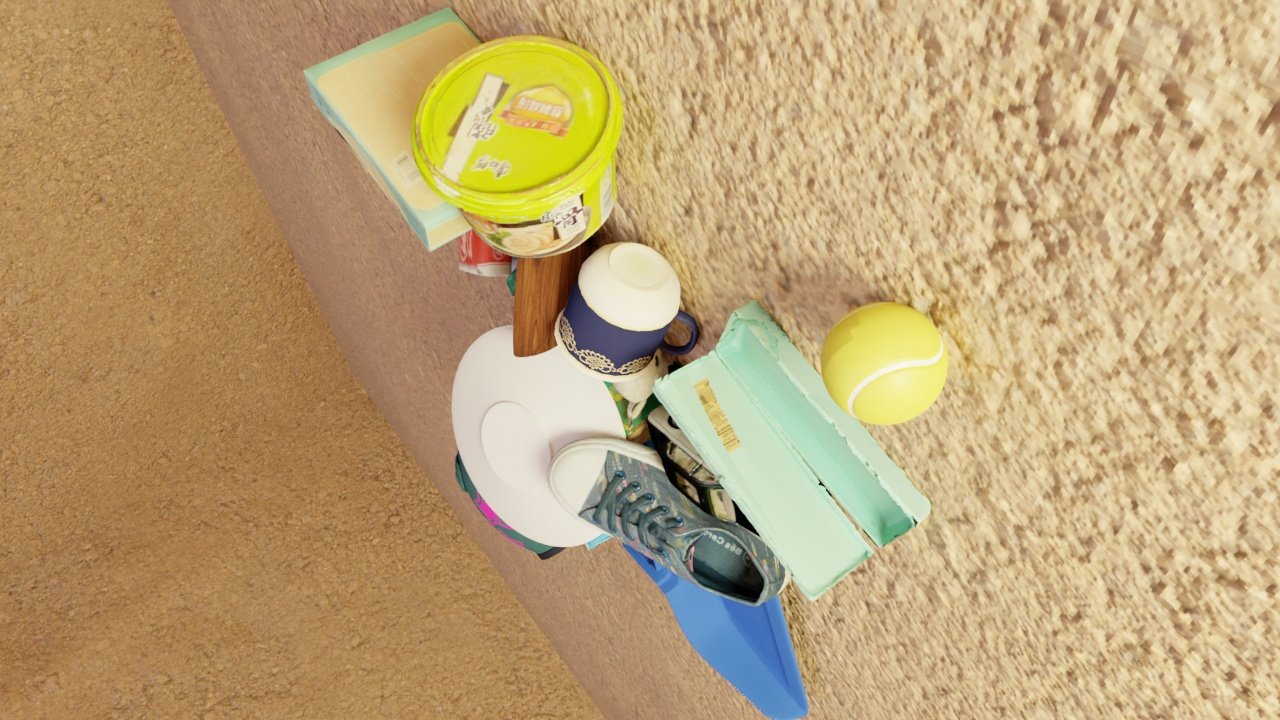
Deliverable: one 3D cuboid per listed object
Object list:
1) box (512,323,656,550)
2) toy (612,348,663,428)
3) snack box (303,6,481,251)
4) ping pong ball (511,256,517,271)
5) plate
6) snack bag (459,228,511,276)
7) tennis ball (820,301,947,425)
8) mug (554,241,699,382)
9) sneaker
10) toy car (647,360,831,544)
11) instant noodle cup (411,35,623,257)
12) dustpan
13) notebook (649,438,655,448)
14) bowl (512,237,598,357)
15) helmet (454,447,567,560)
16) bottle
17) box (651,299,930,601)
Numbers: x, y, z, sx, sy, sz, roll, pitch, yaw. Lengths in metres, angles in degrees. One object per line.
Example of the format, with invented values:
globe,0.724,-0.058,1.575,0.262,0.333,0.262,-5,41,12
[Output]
box,-0.072,0.069,0.962,0.243,0.115,0.094,59,163,5
toy,-0.005,0.005,0.799,0.087,0.050,0.112,-85,-23,-63
snack box,-0.167,-0.199,0.763,0.193,0.141,0.044,50,159,20
ping pong ball,-0.123,-0.104,0.951,0.040,0.040,0.040,47,158,26
plate,-0.113,0.080,0.895,0.230,0.030,0.230,12,111,33
snack bag,-0.153,-0.141,0.905,0.077,0.036,0.116,21,111,59
tennis ball,0.129,0.002,0.487,0.065,0.065,0.065,47,158,26
mug,-0.002,-0.040,0.718,0.112,0.085,0.089,16,140,-10
sneaker,0.022,0.138,0.792,0.235,0.087,0.079,26,-172,10
toy car,0.068,0.089,0.755,0.192,0.071,0.094,36,153,42
instant noodle cup,-0.081,-0.147,0.656,0.146,0.146,0.098,49,170,22
dustpan,0.059,0.237,0.980,0.258,0.059,0.246,38,153,51
notebook,0.064,0.171,0.971,0.178,0.013,0.246,35,151,50
bowl,-0.071,-0.074,0.808,0.147,0.069,0.147,-177,92,-85
helmet,-0.128,0.113,1.108,0.200,0.176,0.275,53,174,-1
bottle,-0.056,-0.010,0.894,0.209,0.068,0.068,52,160,15
box,0.093,0.063,0.625,0.188,0.092,0.077,52,161,14
